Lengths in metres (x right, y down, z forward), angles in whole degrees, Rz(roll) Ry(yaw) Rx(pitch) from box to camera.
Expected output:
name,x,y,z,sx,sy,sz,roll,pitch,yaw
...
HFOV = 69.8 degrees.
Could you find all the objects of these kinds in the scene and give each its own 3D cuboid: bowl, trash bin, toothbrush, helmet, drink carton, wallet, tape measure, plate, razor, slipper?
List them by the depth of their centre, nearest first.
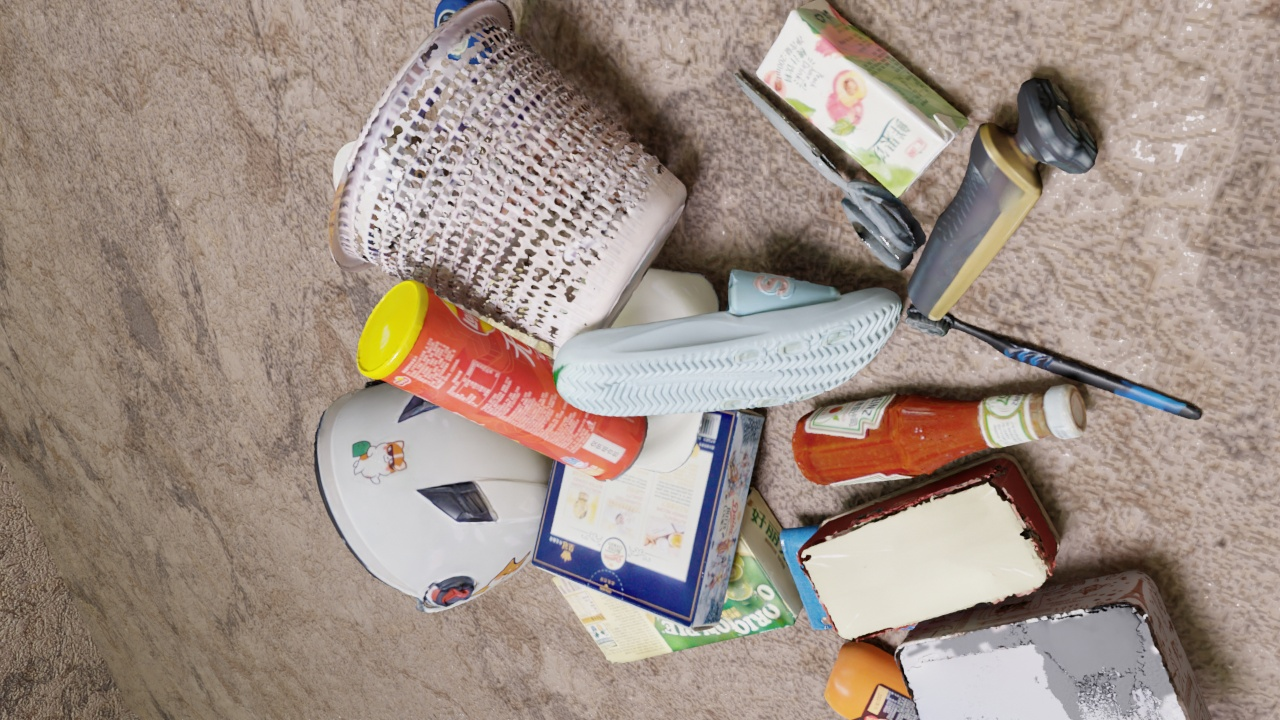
name,x,y,z,sx,sy,sz,roll,pitch,yaw
razor,0.213,-0.088,0.559,0.067,0.062,0.168,12,138,-6
drink carton,0.137,-0.163,0.568,0.122,0.045,0.054,43,141,9
toothbrush,0.263,0.002,0.599,0.190,0.016,0.014,24,138,24
slipper,0.059,-0.015,0.646,0.245,0.074,0.104,-8,148,-4
trash bin,-0.082,-0.114,0.677,0.192,0.226,0.228,32,135,0
tape measure,-0.139,-0.265,0.736,0.058,0.025,0.055,20,127,30
wallet,0.192,0.178,0.756,0.133,0.040,0.106,-13,108,35
plate,-0.005,0.004,0.763,0.164,0.034,0.163,10,91,35
bowl,-0.224,-0.156,0.851,0.113,0.062,0.114,19,128,27
helmet,-0.162,0.106,0.869,0.157,0.274,0.230,-25,68,9

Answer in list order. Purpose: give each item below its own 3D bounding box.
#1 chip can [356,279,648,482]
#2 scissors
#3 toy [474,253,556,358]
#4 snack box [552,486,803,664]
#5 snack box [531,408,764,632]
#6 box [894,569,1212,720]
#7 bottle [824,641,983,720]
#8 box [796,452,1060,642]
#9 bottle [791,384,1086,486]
name,x,y,z,sx,sy,sz,roll,pitch,yaw
chip can,-0.092,0.020,0.665,0.216,0.073,0.073,30,148,-35
scissors,0.122,-0.126,0.621,0.175,0.014,0.136,41,168,46
toy,-0.110,-0.028,0.854,0.105,0.066,0.157,-18,113,11
snack box,0.034,0.208,0.868,0.241,0.063,0.114,-28,99,39
snack box,0.001,0.115,0.793,0.178,0.045,0.182,12,89,36
box,0.320,0.281,0.656,0.179,0.125,0.273,-24,106,33
bottle,0.237,0.298,0.791,0.149,0.066,0.067,20,129,19
box,0.204,0.142,0.663,0.169,0.079,0.091,-30,86,34
bottle,0.204,0.050,0.649,0.207,0.059,0.060,-15,108,43
